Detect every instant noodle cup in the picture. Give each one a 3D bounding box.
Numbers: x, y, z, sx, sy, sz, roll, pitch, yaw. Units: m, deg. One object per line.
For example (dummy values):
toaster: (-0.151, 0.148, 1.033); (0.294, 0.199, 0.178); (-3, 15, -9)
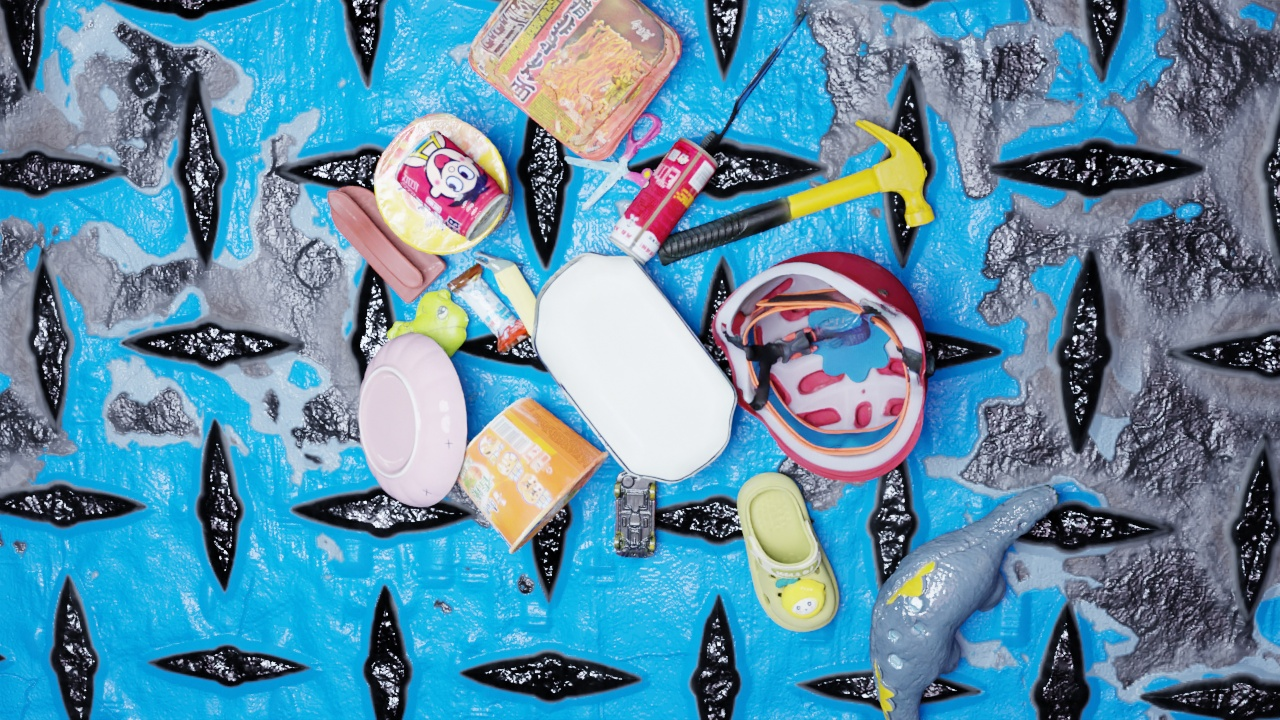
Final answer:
instant noodle cup: (-0.065, -0.322, 0.974); (0.189, 0.079, 0.164); (40, 98, -1)
instant noodle cup: (-0.126, 0.119, 1.007); (0.111, 0.151, 0.151); (44, 98, 6)
instant noodle cup: (-0.200, -0.184, 0.986); (0.138, 0.109, 0.138); (1, 98, 4)

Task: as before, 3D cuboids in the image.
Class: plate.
plate: (-0.260, 0.066, 1.000); (0.193, 0.039, 0.192); (3, 94, 44)
plate: (-0.006, 0.006, 0.998); (0.162, 0.034, 0.265); (-41, 83, 21)

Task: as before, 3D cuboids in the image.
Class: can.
can: (0.024, -0.170, 0.983); (0.053, 0.053, 0.133); (36, 92, -1)
can: (-0.183, -0.169, 0.897); (0.094, 0.066, 0.066); (42, 98, -3)

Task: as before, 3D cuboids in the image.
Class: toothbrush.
toothbrush: (0.119, -0.300, 0.998); (0.016, 0.014, 0.189); (39, 98, 22)

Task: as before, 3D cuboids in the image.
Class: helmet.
helmet: (0.206, -0.009, 0.960); (0.207, 0.143, 0.240); (-13, 110, 35)

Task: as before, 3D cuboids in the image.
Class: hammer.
hammer: (0.161, -0.166, 1.002); (0.301, 0.033, 0.129); (-19, 95, 6)

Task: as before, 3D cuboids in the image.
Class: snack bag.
snack bag: (-0.171, -0.059, 1.042); (0.048, 0.026, 0.104); (-37, 95, -8)

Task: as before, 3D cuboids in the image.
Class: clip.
clip: (-0.161, -0.109, 1.037); (0.058, 0.026, 0.043); (21, 106, 5)

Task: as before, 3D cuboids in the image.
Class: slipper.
slipper: (0.162, 0.221, 1.029); (0.092, 0.081, 0.190); (-18, 93, 8)

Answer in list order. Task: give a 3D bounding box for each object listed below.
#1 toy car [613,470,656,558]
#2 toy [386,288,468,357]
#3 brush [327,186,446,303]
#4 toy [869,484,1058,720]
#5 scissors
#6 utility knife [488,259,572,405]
toy car: (-0.005, 0.175, 1.057); (0.049, 0.031, 0.106); (0, 98, 3)
toy: (-0.240, -0.029, 1.048); (0.100, 0.031, 0.097); (-10, 96, 10)
brush: (-0.287, -0.135, 1.018); (0.063, 0.069, 0.146); (-43, 93, 7)
toy: (0.332, 0.276, 1.019); (0.138, 0.091, 0.357); (25, 101, -12)
scissors: (-0.017, -0.219, 1.015); (0.133, 0.017, 0.130); (12, 99, 1)
utility knife: (-0.114, -0.032, 1.034); (0.031, 0.020, 0.190); (-29, 101, -6)
